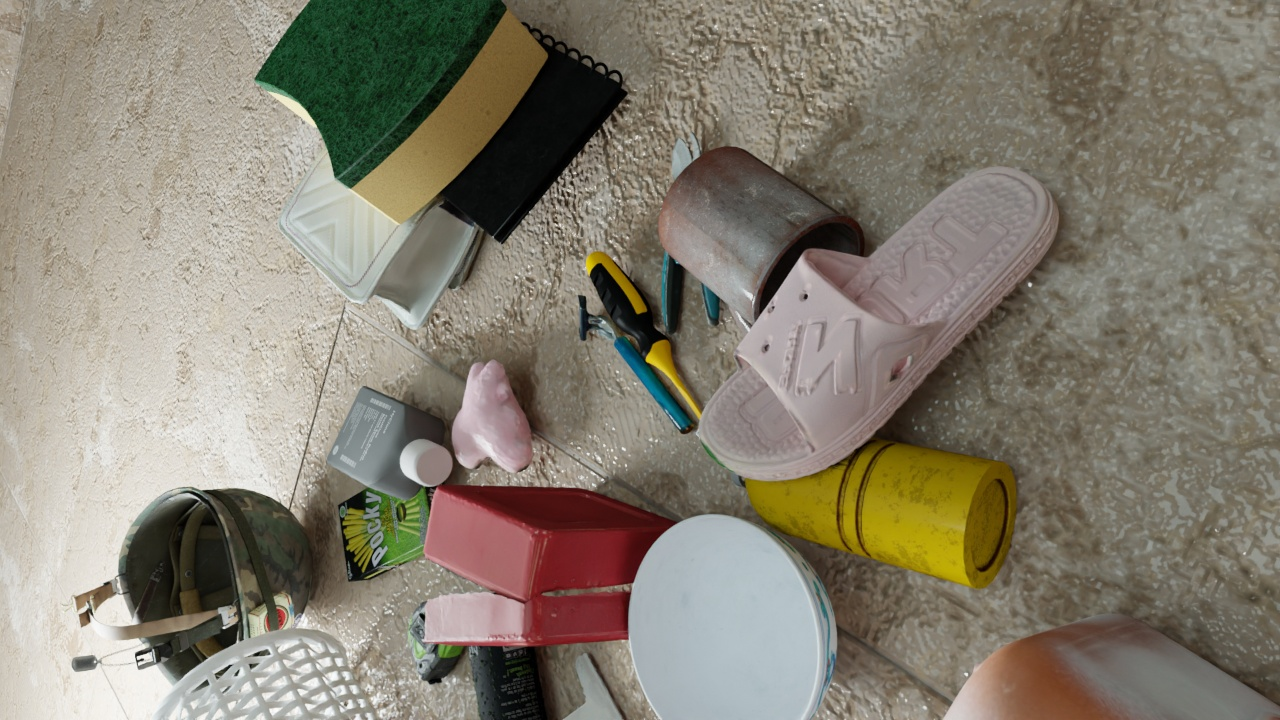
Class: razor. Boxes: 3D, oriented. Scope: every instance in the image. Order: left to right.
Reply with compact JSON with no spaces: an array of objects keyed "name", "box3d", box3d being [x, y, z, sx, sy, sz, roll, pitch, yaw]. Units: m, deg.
[{"name":"razor","box3d":[-0.004,0.004,0.704,0.144,0.022,0.042,47,153,31]}]

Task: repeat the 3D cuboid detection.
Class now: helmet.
[{"name":"helmet","box3d":[-0.449,0.241,0.933,0.193,0.236,0.224,2,83,28]}]

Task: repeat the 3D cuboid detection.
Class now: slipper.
[{"name":"slipper","box3d":[0.123,-0.025,0.514,0.239,0.064,0.094,-43,42,9]}]

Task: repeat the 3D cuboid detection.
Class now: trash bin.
[{"name":"trash bin","box3d":[0.188,0.252,0.394,0.157,0.181,0.260,38,111,40]}]

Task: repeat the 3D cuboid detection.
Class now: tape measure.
[{"name":"tape measure","box3d":[-0.187,0.248,0.828,0.058,0.035,0.066,47,116,36]}]

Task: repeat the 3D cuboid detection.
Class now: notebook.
[{"name":"notebook","box3d":[-0.131,-0.218,0.806,0.169,0.019,0.231,-50,52,0]}]

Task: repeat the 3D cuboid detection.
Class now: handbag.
[{"name":"handbag","box3d":[-0.249,-0.135,0.894,0.198,0.096,0.142,38,94,39]}]

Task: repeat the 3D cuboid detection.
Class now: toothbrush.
[{"name":"toothbrush","box3d":[0.010,-0.010,0.687,0.196,0.030,0.031,57,146,26]}]

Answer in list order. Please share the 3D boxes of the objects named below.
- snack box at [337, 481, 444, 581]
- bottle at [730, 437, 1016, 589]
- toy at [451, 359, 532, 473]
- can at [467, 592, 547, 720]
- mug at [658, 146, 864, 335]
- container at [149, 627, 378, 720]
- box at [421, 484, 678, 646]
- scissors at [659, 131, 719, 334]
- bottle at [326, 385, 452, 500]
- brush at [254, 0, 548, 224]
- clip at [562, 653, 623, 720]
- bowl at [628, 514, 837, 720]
[{"name":"snack box","box3d":[-0.242,0.157,0.896,0.148,0.025,0.080,-29,66,36]},{"name":"bottle","box3d":[0.126,0.077,0.542,0.164,0.071,0.071,9,91,42]},{"name":"toy","box3d":[-0.129,0.047,0.786,0.099,0.052,0.096,-4,90,47]},{"name":"can","box3d":[-0.108,0.258,0.744,0.054,0.053,0.137,-28,67,37]},{"name":"mug","box3d":[0.075,-0.065,0.603,0.110,0.096,0.123,51,147,40]},{"name":"container","box3d":[-0.322,0.379,0.834,0.187,0.189,0.190,43,113,36]},{"name":"box","box3d":[-0.056,0.140,0.644,0.136,0.157,0.117,-8,75,40]},{"name":"scissors","box3d":[0.034,-0.088,0.680,0.130,0.019,0.151,48,117,34]},{"name":"bottle","box3d":[-0.225,0.080,0.842,0.174,0.046,0.083,11,75,53]},{"name":"brush","box3d":[-0.221,-0.262,0.822,0.195,0.075,0.250,-48,52,4]},{"name":"clip","box3d":[-0.035,0.282,0.700,0.054,0.040,0.101,-40,57,8]},{"name":"bowl","box3d":[0.070,0.169,0.578,0.144,0.074,0.144,-6,81,42]}]
